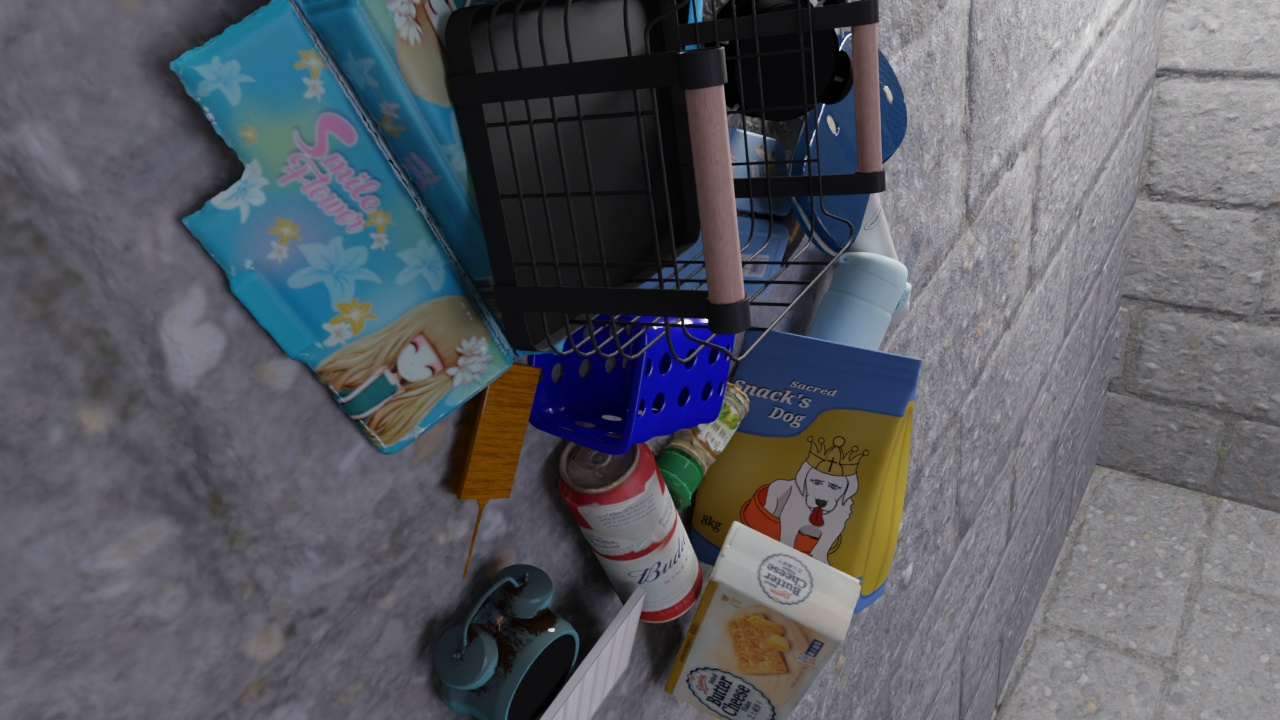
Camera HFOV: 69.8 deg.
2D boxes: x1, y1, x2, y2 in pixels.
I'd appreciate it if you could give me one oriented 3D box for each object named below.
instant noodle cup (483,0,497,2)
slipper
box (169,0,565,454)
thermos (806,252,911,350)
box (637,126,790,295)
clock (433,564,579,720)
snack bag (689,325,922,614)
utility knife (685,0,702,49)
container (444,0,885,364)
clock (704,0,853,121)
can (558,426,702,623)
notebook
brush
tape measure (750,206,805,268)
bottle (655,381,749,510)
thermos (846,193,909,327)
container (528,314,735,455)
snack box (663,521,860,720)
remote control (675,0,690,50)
[{"bbox_3d":[-0.029,-0.231,0.423,0.123,0.122,0.124,-27,124,-48],"label":"instant noodle cup"},{"bbox_3d":[0.158,-0.185,0.760,0.118,0.060,0.293,56,40,-26],"label":"slipper"},{"bbox_3d":[-0.103,-0.076,0.434,0.181,0.072,0.227,-57,143,-27],"label":"box"},{"bbox_3d":[0.182,-0.002,0.855,0.065,0.078,0.207,-76,-170,-88],"label":"thermos"},{"bbox_3d":[0.044,-0.107,0.642,0.208,0.034,0.127,-4,105,-50],"label":"box"},{"bbox_3d":[-0.082,0.179,0.571,0.089,0.053,0.124,-48,150,-33],"label":"clock"},{"bbox_3d":[0.140,0.085,0.768,0.102,0.159,0.205,0,102,-58],"label":"snack bag"},{"bbox_3d":[0.031,-0.223,0.613,0.031,0.015,0.175,-26,125,-45],"label":"utility knife"},{"bbox_3d":[0.030,-0.109,0.465,0.240,0.130,0.163,-41,128,-53],"label":"container"},{"bbox_3d":[0.104,-0.215,0.636,0.120,0.042,0.091,-21,124,-8],"label":"clock"},{"bbox_3d":[-0.005,0.120,0.653,0.067,0.067,0.170,-53,141,-30],"label":"can"},{"bbox_3d":[-0.064,0.267,0.634,0.209,0.009,0.143,-48,160,-34],"label":"notebook"},{"bbox_3d":[-0.093,0.061,0.544,0.048,0.017,0.126,11,94,-57],"label":"brush"},{"bbox_3d":[0.113,-0.117,0.759,0.067,0.038,0.062,-61,153,-15],"label":"tape measure"},{"bbox_3d":[0.046,0.066,0.728,0.110,0.043,0.043,-52,140,-31],"label":"bottle"},{"bbox_3d":[0.226,-0.106,0.912,0.052,0.052,0.224,-62,145,-18],"label":"thermos"},{"bbox_3d":[-0.004,0.003,0.593,0.113,0.084,0.085,-10,112,-55],"label":"container"},{"bbox_3d":[0.090,0.224,0.736,0.057,0.104,0.208,-57,166,-41],"label":"snack box"},{"bbox_3d":[0.015,-0.238,0.562,0.047,0.022,0.150,-5,109,-31],"label":"remote control"}]
